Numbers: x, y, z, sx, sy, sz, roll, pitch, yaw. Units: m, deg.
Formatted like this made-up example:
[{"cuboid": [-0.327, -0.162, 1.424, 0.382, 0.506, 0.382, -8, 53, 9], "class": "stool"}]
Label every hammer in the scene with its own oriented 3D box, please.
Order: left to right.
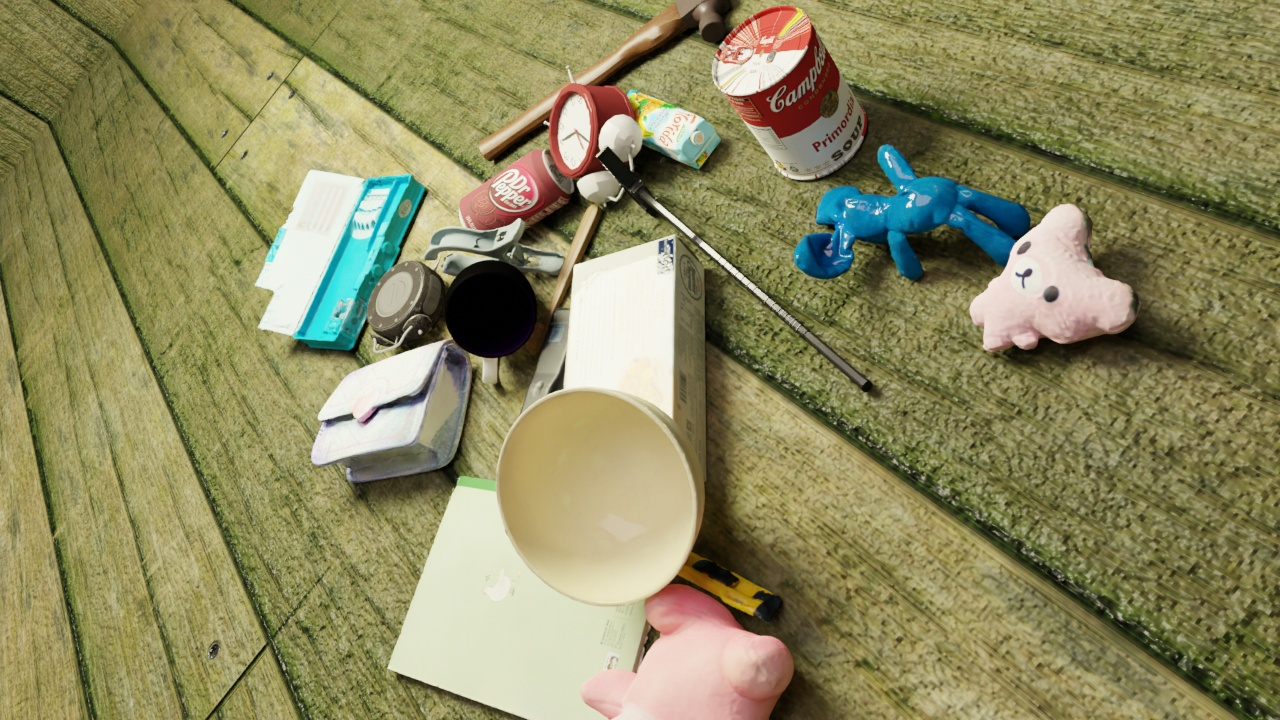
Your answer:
[{"cuboid": [-0.048, -0.314, 1.002, 0.324, 0.033, 0.115, -28, 52, 22], "class": "hammer"}, {"cuboid": [0.070, -0.078, 0.749, 0.015, 0.095, 0.325, -46, 53, 4], "class": "hammer"}]

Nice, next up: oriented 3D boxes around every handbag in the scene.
[{"cuboid": [-0.250, 0.047, 0.917, 0.159, 0.069, 0.126, -14, 55, 34], "class": "handbag"}]

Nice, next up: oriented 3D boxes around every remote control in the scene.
[{"cuboid": [-0.084, 0.017, 0.838, 0.047, 0.022, 0.150, 0, 64, 37], "class": "remote control"}]

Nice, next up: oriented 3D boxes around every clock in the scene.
[{"cuboid": [-0.252, -0.057, 0.994, 0.091, 0.043, 0.122, -15, 57, 30], "class": "clock"}, {"cuboid": [-0.044, -0.217, 0.900, 0.137, 0.048, 0.096, 61, 140, 29], "class": "clock"}]

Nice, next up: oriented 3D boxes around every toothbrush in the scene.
[{"cuboid": [-0.074, -0.081, 0.893, 0.016, 0.016, 0.166, 9, 70, 39], "class": "toothbrush"}]

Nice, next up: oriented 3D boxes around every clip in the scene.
[{"cuboid": [-0.146, -0.103, 0.943, 0.164, 0.107, 0.028, -1, 65, 42], "class": "clip"}]

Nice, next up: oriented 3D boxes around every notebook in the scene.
[{"cuboid": [-0.093, 0.191, 0.751, 0.253, 0.010, 0.181, 1, 65, 37], "class": "notebook"}]

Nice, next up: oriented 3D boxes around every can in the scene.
[{"cuboid": [-0.129, -0.167, 0.953, 0.114, 0.063, 0.063, -28, 51, 21], "class": "can"}, {"cuboid": [0.124, -0.216, 0.753, 0.087, 0.116, 0.086, -18, 55, 28], "class": "can"}]

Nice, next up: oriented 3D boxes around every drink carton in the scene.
[{"cuboid": [0.024, -0.225, 0.888, 0.044, 0.038, 0.129, -52, 45, 0], "class": "drink carton"}]

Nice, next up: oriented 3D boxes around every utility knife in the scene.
[{"cuboid": [0.031, 0.147, 0.664, 0.163, 0.030, 0.017, 17, 109, 39], "class": "utility knife"}]

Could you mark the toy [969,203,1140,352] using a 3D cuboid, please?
[{"cuboid": [0.260, -0.043, 0.595, 0.096, 0.052, 0.099, -35, 49, 30], "class": "toy"}]

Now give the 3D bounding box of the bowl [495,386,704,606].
[{"cuboid": [-0.018, 0.088, 0.644, 0.151, 0.075, 0.151, 3, 98, 23], "class": "bowl"}]

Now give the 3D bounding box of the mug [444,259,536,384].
[{"cuboid": [-0.144, -0.040, 0.882, 0.100, 0.085, 0.119, -115, 28, -70], "class": "mug"}]

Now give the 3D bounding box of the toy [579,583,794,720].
[{"cuboid": [0.011, 0.256, 0.582, 0.142, 0.084, 0.213, 17, 72, 54], "class": "toy"}]

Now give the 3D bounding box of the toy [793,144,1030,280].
[{"cuboid": [0.188, -0.098, 0.672, 0.177, 0.071, 0.112, 9, 59, 40], "class": "toy"}]

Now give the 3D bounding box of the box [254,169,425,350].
[{"cuboid": [-0.374, -0.126, 1.120, 0.185, 0.056, 0.226, 9, 70, 29], "class": "box"}]

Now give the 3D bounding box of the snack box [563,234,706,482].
[{"cuboid": [-0.004, 0.004, 0.757, 0.104, 0.057, 0.207, -14, 56, 25], "class": "snack box"}]
